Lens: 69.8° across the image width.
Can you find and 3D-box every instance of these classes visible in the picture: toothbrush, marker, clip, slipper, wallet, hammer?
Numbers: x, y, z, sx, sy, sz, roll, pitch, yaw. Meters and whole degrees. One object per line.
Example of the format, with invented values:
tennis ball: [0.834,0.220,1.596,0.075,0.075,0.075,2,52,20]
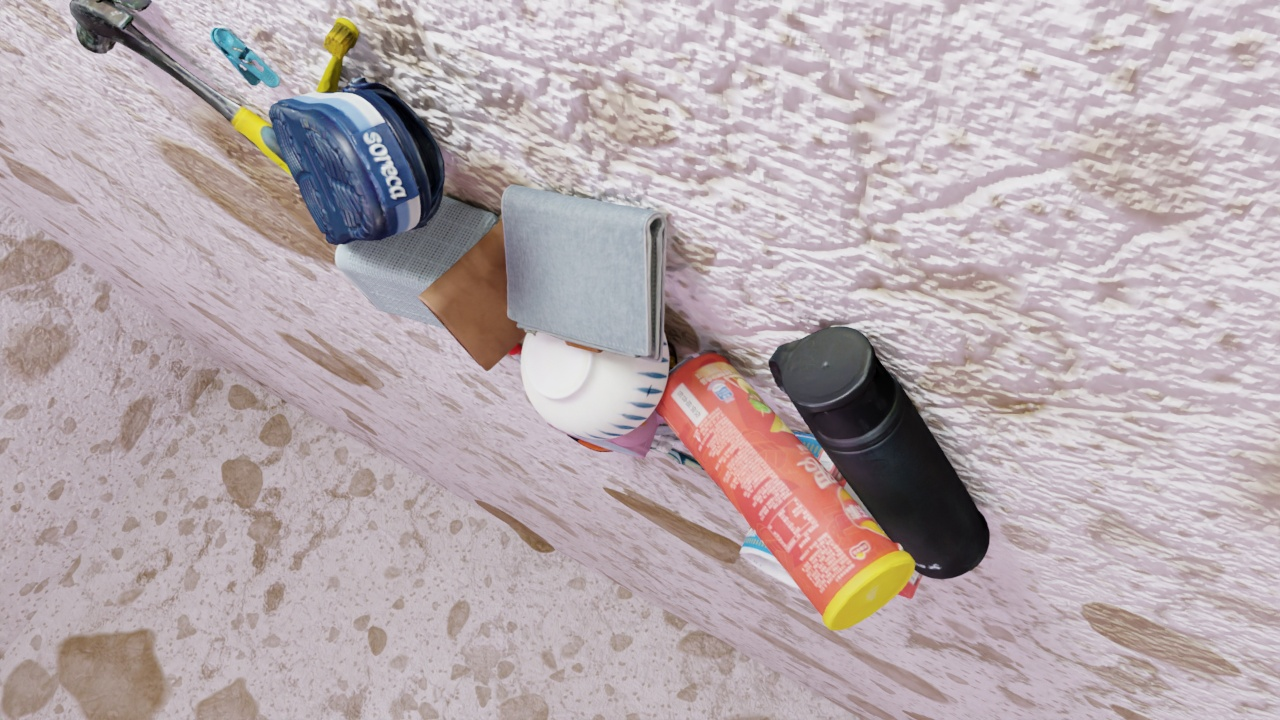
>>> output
toothbrush: [-0.218,-0.190,0.637,0.015,0.016,0.190,36,161,-18]
marker: [-0.113,0.013,1.015,0.017,0.017,0.145,15,156,41]
clip: [-0.294,-0.223,0.677,0.034,0.013,0.055,18,160,33]
slipper: [-0.177,-0.135,0.605,0.253,0.095,0.105,19,131,64]
toothbrush: [0.063,0.087,0.932,0.016,0.016,0.180,35,162,-21]
toothbrush: [0.040,0.111,1.029,0.192,0.018,0.016,23,160,22]
wallet: [-0.037,-0.057,0.614,0.130,0.036,0.107,17,118,36]
wallet: [-0.105,-0.051,0.696,0.020,0.101,0.115,40,169,27]
hammer: [-0.323,-0.192,0.778,0.323,0.031,0.126,38,162,-22]

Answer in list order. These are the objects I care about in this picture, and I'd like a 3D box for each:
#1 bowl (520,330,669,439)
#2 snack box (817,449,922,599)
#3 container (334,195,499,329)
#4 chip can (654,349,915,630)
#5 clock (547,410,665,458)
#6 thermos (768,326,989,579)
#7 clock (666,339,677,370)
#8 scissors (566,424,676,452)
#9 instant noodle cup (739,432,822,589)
bowl: [-0.044,0.000,0.683,0.116,0.116,0.066,20,-174,31]
snack box: [0.187,0.123,0.734,0.153,0.075,0.025,42,159,-32]
container: [-0.162,-0.079,0.736,0.111,0.089,0.090,18,159,24]
chip can: [0.094,0.086,0.653,0.216,0.073,0.073,49,175,33]
clock: [-0.036,0.048,0.867,0.117,0.059,0.158,19,169,9]
thermos: [0.167,0.066,0.640,0.090,0.068,0.242,27,164,49]
clock: [-0.004,0.004,0.757,0.122,0.055,0.082,20,159,27]
scissors: [-0.009,0.081,1.013,0.235,0.021,0.139,10,153,33]
instant noodle cup: [0.139,0.132,0.780,0.099,0.109,0.099,27,163,9]
